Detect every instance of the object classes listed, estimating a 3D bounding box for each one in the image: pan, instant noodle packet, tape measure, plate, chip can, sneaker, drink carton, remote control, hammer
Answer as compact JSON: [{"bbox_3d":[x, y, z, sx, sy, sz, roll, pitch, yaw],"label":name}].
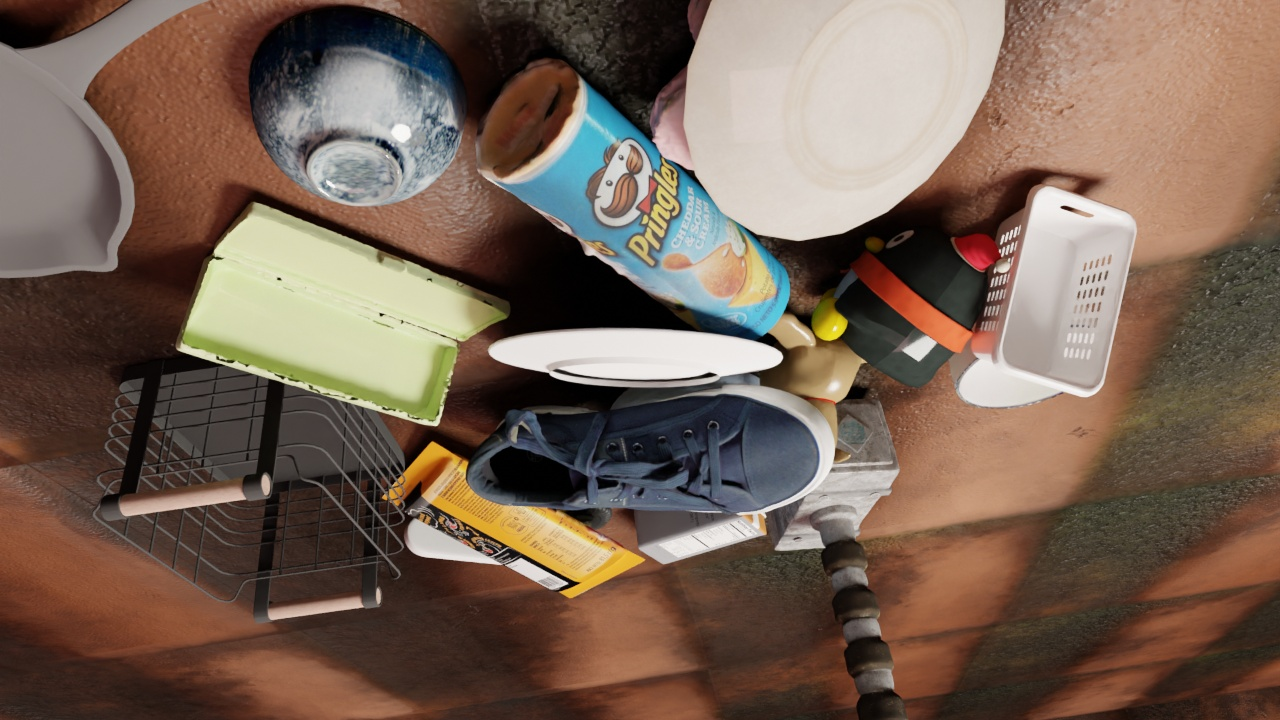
[{"bbox_3d":[-0.317,-0.134,0.459,0.355,0.024,0.216,-20,145,20],"label":"pan"},{"bbox_3d":[-0.124,0.158,0.866,0.220,0.032,0.160,32,143,-14],"label":"instant noodle packet"},{"bbox_3d":[-0.059,0.145,0.893,0.067,0.038,0.063,1,145,-16],"label":"tape measure"},{"bbox_3d":[-0.004,0.004,0.658,0.208,0.015,0.209,1,171,0],"label":"plate"},{"bbox_3d":[0.004,-0.084,0.555,0.080,0.079,0.229,-27,143,27],"label":"chip can"},{"bbox_3d":[-0.006,0.076,0.698,0.295,0.121,0.127,-4,-168,21],"label":"sneaker"},{"bbox_3d":[0.112,-0.140,0.466,0.188,0.027,0.189,-14,130,-17],"label":"plate"},{"bbox_3d":[0.063,0.170,0.974,0.125,0.048,0.076,-21,144,20],"label":"drink carton"},{"bbox_3d":[-0.179,0.188,0.957,0.136,0.043,0.013,13,142,-28],"label":"remote control"},{"bbox_3d":[0.186,0.206,0.800,0.079,0.325,0.177,-2,147,-9],"label":"hammer"}]

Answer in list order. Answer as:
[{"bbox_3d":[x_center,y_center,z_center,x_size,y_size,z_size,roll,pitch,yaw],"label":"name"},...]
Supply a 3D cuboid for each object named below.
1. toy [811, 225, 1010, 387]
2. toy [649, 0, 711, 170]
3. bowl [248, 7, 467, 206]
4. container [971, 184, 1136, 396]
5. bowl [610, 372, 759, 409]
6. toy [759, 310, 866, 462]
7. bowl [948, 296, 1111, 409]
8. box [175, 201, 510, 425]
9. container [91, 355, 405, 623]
[{"bbox_3d":[0.190,-0.046,0.636,0.119,0.099,0.097,-52,175,19],"label":"toy"},{"bbox_3d":[0.058,-0.150,0.487,0.108,0.053,0.105,-8,138,-8],"label":"toy"},{"bbox_3d":[-0.148,-0.119,0.484,0.114,0.060,0.114,-6,146,-4],"label":"bowl"},{"bbox_3d":[0.276,-0.045,0.624,0.080,0.129,0.049,16,175,-10],"label":"container"},{"bbox_3d":[0.049,0.076,0.806,0.150,0.074,0.151,-5,148,-3],"label":"bowl"},{"bbox_3d":[0.135,0.028,0.731,0.134,0.108,0.106,14,168,-30],"label":"toy"},{"bbox_3d":[0.296,-0.018,0.719,0.116,0.065,0.116,-5,147,-4],"label":"bowl"},{"bbox_3d":[-0.198,-0.031,0.622,0.188,0.064,0.131,20,117,-36],"label":"box"},{"bbox_3d":[-0.294,0.103,0.727,0.163,0.130,0.242,-8,147,1],"label":"container"}]
